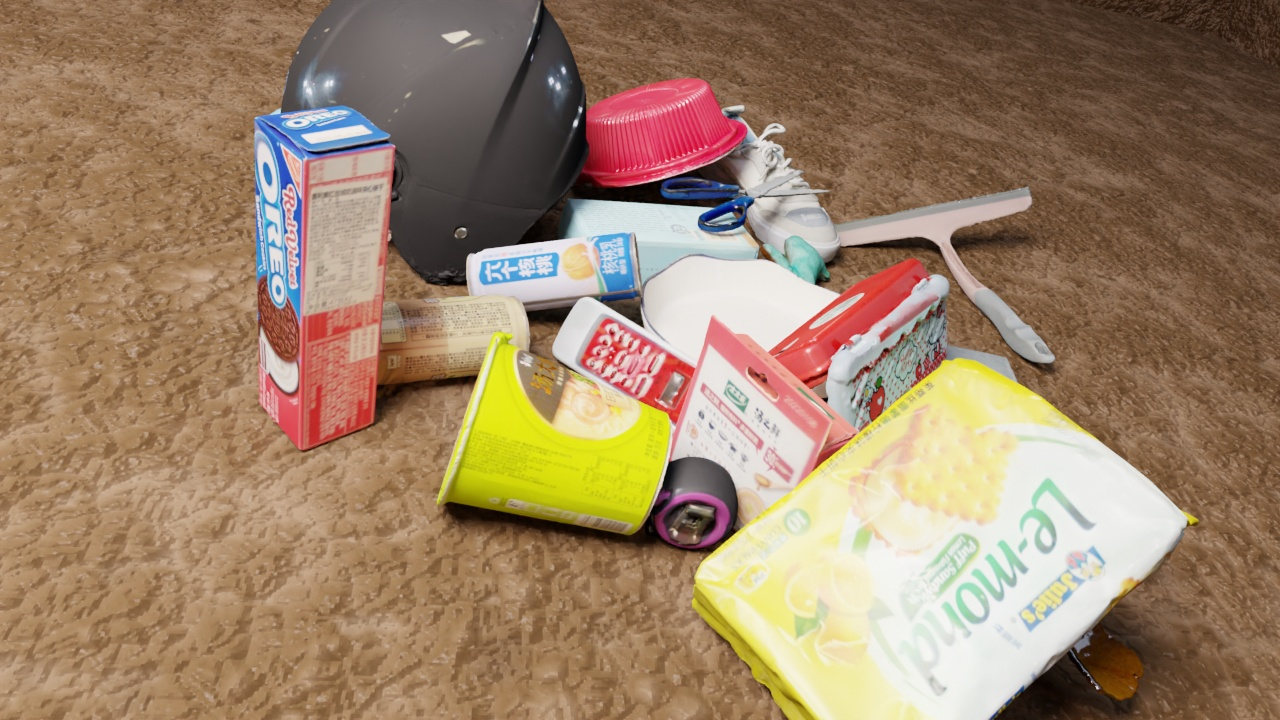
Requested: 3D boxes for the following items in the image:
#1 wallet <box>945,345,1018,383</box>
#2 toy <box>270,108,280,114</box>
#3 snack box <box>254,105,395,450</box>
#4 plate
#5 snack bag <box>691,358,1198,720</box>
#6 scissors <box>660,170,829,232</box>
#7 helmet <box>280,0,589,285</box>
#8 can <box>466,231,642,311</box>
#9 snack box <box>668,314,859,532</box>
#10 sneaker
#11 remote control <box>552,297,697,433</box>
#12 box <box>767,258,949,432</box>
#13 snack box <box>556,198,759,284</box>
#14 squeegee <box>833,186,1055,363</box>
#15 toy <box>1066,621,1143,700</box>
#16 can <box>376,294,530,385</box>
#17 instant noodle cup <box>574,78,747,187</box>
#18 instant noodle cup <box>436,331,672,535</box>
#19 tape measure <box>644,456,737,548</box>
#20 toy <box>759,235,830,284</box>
[{"bbox_3d":[0.265,0.018,0.788,0.129,0.037,0.106,11,34,-6],"label":"wallet"},{"bbox_3d":[-0.282,-0.241,0.924,0.156,0.050,0.161,18,37,4],"label":"toy"},{"bbox_3d":[-0.190,-0.045,0.549,0.058,0.208,0.057,-22,50,-42],"label":"snack box"},{"bbox_3d":[0.097,-0.019,0.766,0.205,0.046,0.204,11,35,-8],"label":"plate"},{"bbox_3d":[0.160,0.115,0.508,0.246,0.068,0.158,-37,55,-11],"label":"snack bag"},{"bbox_3d":[0.101,-0.157,0.882,0.162,0.012,0.162,9,37,5],"label":"scissors"},{"bbox_3d":[-0.178,-0.216,0.780,0.274,0.231,0.233,0,35,-10],"label":"helmet"},{"bbox_3d":[-0.067,-0.069,0.731,0.134,0.053,0.053,-7,36,4],"label":"can"},{"bbox_3d":[0.079,0.047,0.596,0.044,0.127,0.113,-15,46,-35],"label":"snack box"},{"bbox_3d":[0.145,-0.198,0.994,0.089,0.091,0.242,-8,42,-28],"label":"sneaker"},{"bbox_3d":[-0.004,0.004,0.688,0.136,0.056,0.020,32,6,21],"label":"remote control"},{"bbox_3d":[0.171,0.002,0.679,0.200,0.096,0.098,-33,94,-45],"label":"box"},{"bbox_3d":[0.016,-0.107,0.851,0.174,0.052,0.074,0,36,-23],"label":"snack box"},{"bbox_3d":[0.351,-0.075,0.948,0.247,0.040,0.249,-11,46,-9],"label":"squeegee"},{"bbox_3d":[0.231,0.100,0.610,0.227,0.090,0.246,3,39,5],"label":"toy"},{"bbox_3d":[-0.143,-0.016,0.658,0.116,0.059,0.058,-6,40,-28],"label":"can"},{"bbox_3d":[0.012,-0.244,0.960,0.194,0.066,0.193,-13,28,7],"label":"instant noodle cup"},{"bbox_3d":[-0.049,0.052,0.567,0.123,0.112,0.111,18,34,-10],"label":"instant noodle cup"},{"bbox_3d":[0.033,0.092,0.578,0.057,0.058,0.039,13,36,-9],"label":"tape measure"},{"bbox_3d":[0.149,-0.088,0.879,0.096,0.030,0.091,44,40,-23],"label":"toy"}]
